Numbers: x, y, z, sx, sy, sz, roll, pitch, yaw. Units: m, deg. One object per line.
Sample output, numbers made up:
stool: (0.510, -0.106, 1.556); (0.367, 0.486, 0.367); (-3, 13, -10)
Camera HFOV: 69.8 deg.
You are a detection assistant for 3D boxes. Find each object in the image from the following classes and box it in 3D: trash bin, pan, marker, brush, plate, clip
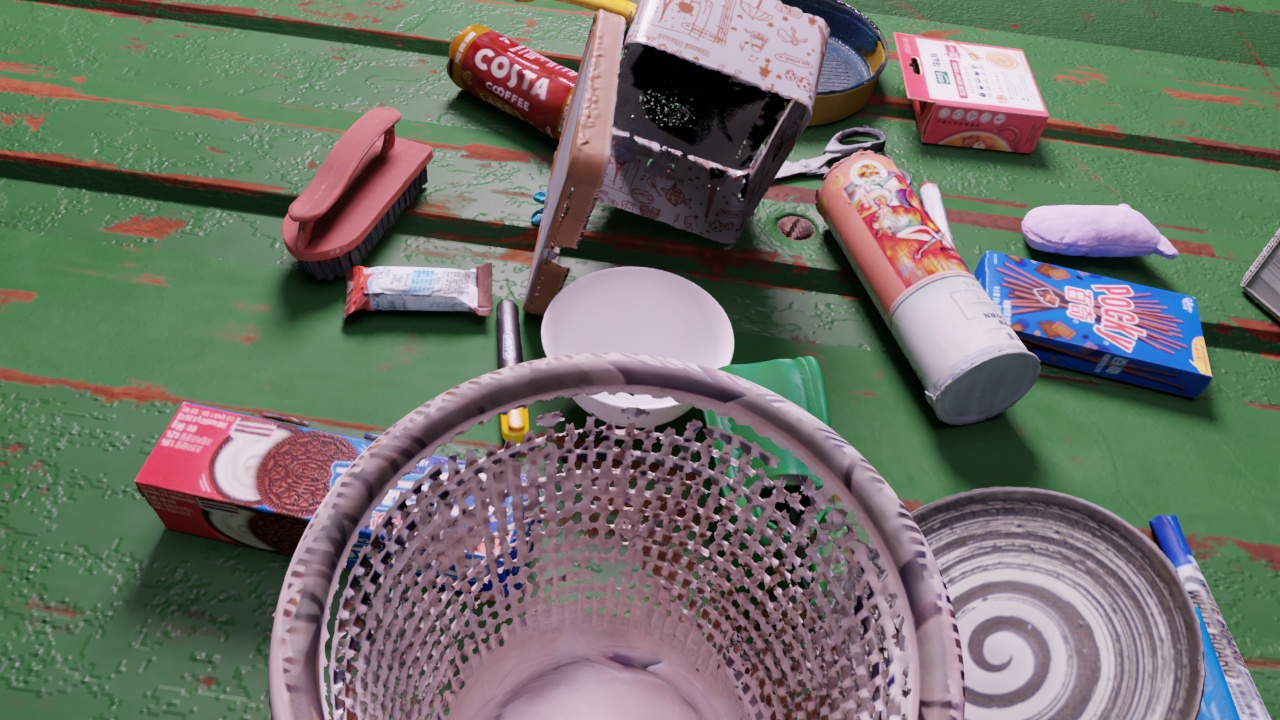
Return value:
trash bin: (-0.012, 0.141, 0.373); (0.227, 0.193, 0.227); (3, 48, -4)
pan: (0.055, -0.306, 0.852); (0.357, 0.078, 0.197); (1, 48, -5)
marker: (0.239, -0.092, 0.723); (0.017, 0.017, 0.145); (5, 49, -2)
marker: (0.322, 0.153, 0.516); (0.017, 0.017, 0.145); (2, 49, -4)
brush: (-0.211, -0.124, 0.670); (0.063, 0.069, 0.145); (15, 49, 9)
marker: (-0.086, 0.003, 0.608); (0.018, 0.015, 0.123); (0, 47, -12)
plate: (0.179, 0.144, 0.460); (0.180, 0.024, 0.179); (-21, 43, 21)
clip: (-0.064, -0.127, 0.721); (0.015, 0.049, 0.056); (35, 45, 26)

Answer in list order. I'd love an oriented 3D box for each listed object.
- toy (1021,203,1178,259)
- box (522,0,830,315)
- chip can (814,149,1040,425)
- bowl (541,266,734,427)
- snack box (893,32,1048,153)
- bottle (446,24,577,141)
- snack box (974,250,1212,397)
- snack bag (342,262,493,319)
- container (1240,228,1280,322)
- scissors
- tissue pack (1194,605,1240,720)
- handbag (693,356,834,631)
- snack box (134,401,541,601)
toy: (0.358, -0.106, 0.733); (0.108, 0.039, 0.083); (-1, 34, -1)
box: (0.016, -0.128, 0.618); (0.157, 0.183, 0.192); (16, 64, -6)
chip can: (0.195, -0.058, 0.654); (0.071, 0.071, 0.214); (-9, 49, -13)
bowl: (-0.003, 0.003, 0.582); (0.118, 0.065, 0.118); (2, 49, -3)
snack box: (0.295, -0.247, 0.847); (0.127, 0.044, 0.113); (7, 49, -1)
bottle: (-0.085, -0.228, 0.783); (0.175, 0.058, 0.057); (32, 53, 21)
snack box: (0.326, -0.029, 0.669); (0.157, 0.026, 0.084); (14, 48, 7)
snack bag: (-0.155, -0.049, 0.639); (0.104, 0.026, 0.048); (-1, 55, -8)
container: (0.537, -0.072, 0.690); (0.114, 0.090, 0.090); (-18, 52, -16)
scissors: (0.148, -0.166, 0.782); (0.170, 0.014, 0.159); (30, 53, 21)
tissue pack: (0.242, 0.184, 0.457); (0.095, 0.052, 0.156); (4, 48, 2)
handbag: (0.070, 0.070, 0.490); (0.068, 0.131, 0.120); (-10, 54, -2)
snack box: (-0.161, 0.078, 0.507); (0.207, 0.057, 0.058); (11, 51, 4)
